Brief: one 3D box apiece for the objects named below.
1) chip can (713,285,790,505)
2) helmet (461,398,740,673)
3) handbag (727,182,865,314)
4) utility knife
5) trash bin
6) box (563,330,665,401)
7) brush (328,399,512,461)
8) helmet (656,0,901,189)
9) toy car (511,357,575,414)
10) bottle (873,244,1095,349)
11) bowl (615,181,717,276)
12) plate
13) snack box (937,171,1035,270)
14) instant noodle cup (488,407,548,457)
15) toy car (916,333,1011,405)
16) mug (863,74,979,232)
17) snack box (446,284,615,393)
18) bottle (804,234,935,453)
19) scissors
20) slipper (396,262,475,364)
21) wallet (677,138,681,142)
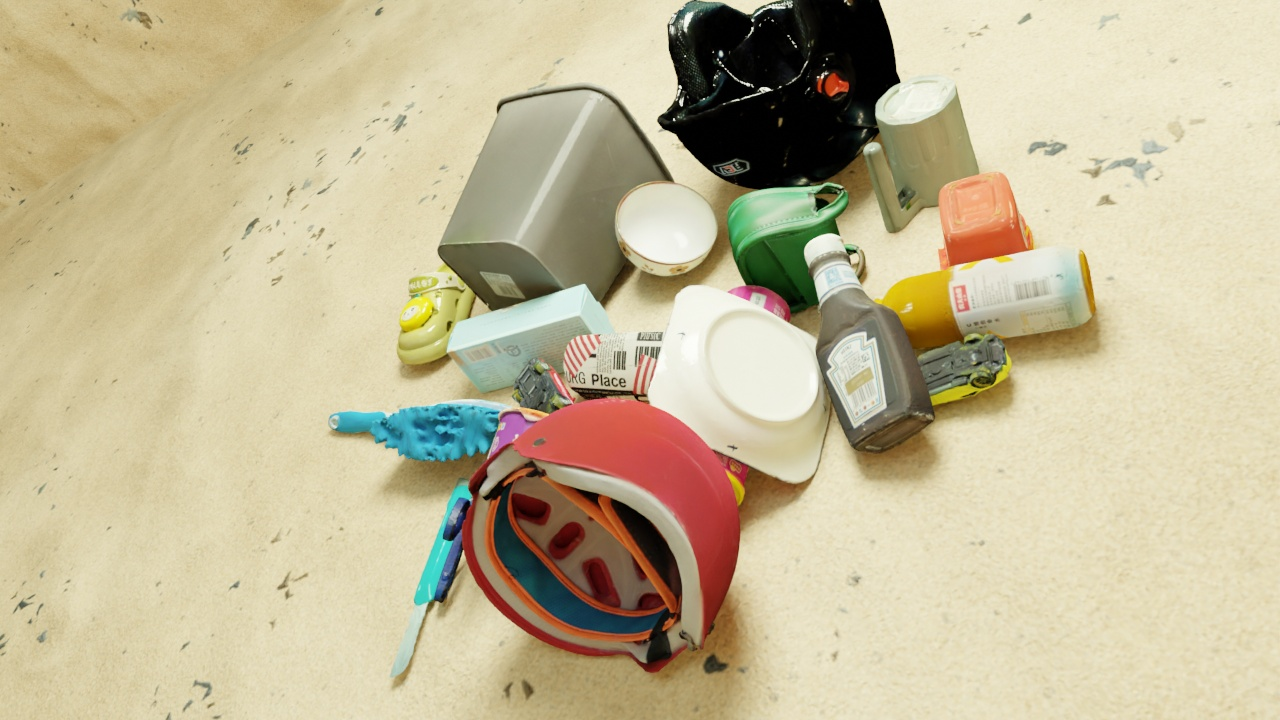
[{"bbox_3d":[0.082,0.029,0.830,0.072,0.071,0.210,-4,47,31],"label":"chip can"},{"bbox_3d":[-0.022,0.124,0.714,0.241,0.207,0.143,-38,8,49],"label":"helmet"},{"bbox_3d":[0.150,-0.109,0.880,0.120,0.131,0.067,-17,51,13],"label":"handbag"},{"bbox_3d":[-0.199,0.202,0.888,0.029,0.013,0.220,-11,42,25],"label":"utility knife"},{"bbox_3d":[-0.105,-0.172,1.078,0.199,0.199,0.219,5,59,38],"label":"trash bin"},{"bbox_3d":[-0.010,0.004,0.910,0.164,0.081,0.074,1,60,33],"label":"box"},{"bbox_3d":[-0.265,0.073,1.021,0.315,0.060,0.109,-4,5,26],"label":"brush"},{"bbox_3d":[0.151,-0.293,0.987,0.274,0.230,0.234,-49,27,-20],"label":"helmet"},{"bbox_3d":[-0.095,0.043,0.949,0.053,0.045,0.120,-53,33,14],"label":"toy car"},{"bbox_3d":[0.278,-0.048,0.778,0.190,0.068,0.067,-10,45,30],"label":"bottle"},{"bbox_3d":[0.026,-0.139,1.030,0.113,0.062,0.113,3,63,-6],"label":"bowl"},{"bbox_3d":[0.096,0.010,0.781,0.034,0.163,0.163,-52,17,52],"label":"plate"},{"bbox_3d":[0.303,-0.114,0.818,0.082,0.080,0.091,-13,44,24],"label":"snack box"},{"bbox_3d":[-0.099,0.112,0.847,0.112,0.111,0.099,4,61,37],"label":"instant noodle cup"},{"bbox_3d":[0.253,0.014,0.761,0.105,0.032,0.048,-23,41,31],"label":"toy car"},{"bbox_3d":[0.273,-0.206,0.914,0.123,0.103,0.084,-46,41,-16],"label":"mug"},{"bbox_3d":[-0.121,-0.022,1.015,0.175,0.074,0.051,-14,44,22],"label":"snack box"},{"bbox_3d":[0.182,-0.021,0.777,0.080,0.044,0.194,-42,50,40],"label":"bottle"},{"bbox_3d":[-0.164,0.146,0.865,0.012,0.162,0.175,17,81,1],"label":"scissors"},{"bbox_3d":[-0.266,-0.078,1.168,0.092,0.081,0.190,-13,41,26],"label":"slipper"},{"bbox_3d":[0.129,-0.322,1.189,0.131,0.035,0.118,15,65,42],"label":"wallet"}]
